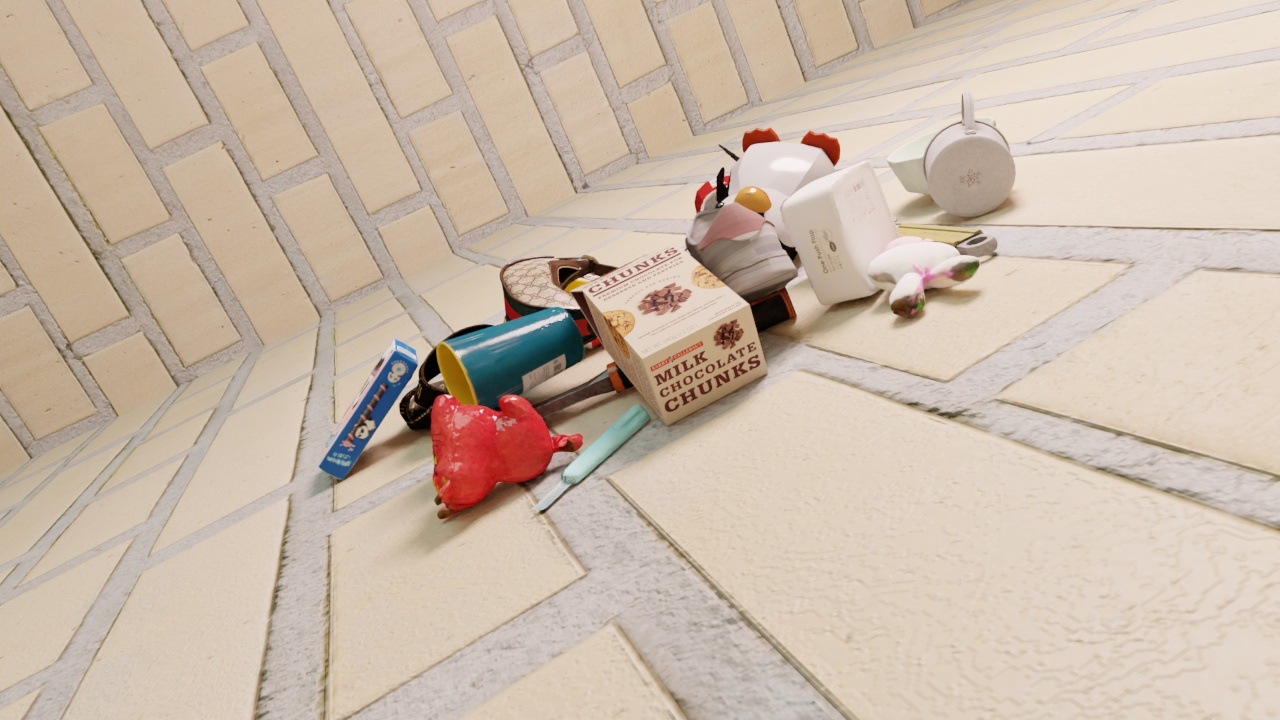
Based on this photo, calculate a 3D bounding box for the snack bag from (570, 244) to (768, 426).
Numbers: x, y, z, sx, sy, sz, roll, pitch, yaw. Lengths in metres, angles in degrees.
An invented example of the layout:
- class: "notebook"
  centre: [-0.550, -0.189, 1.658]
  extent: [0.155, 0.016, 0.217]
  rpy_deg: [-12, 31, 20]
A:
- class: "snack bag"
  centre: [0.013, -0.041, 0.801]
  extent: [0.094, 0.070, 0.206]
  rpy_deg: [-27, 35, -9]

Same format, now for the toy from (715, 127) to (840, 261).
- class: "toy"
  centre: [0.145, -0.157, 1.042]
  extent: [0.159, 0.140, 0.183]
  rpy_deg: [11, 44, 24]

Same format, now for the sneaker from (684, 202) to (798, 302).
- class: "sneaker"
  centre: [0.084, -0.099, 0.871]
  extent: [0.099, 0.089, 0.236]
  rpy_deg: [-19, -2, -5]

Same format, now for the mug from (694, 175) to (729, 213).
- class: "mug"
  centre: [0.137, -0.216, 1.273]
  extent: [0.116, 0.080, 0.096]
  rpy_deg: [-17, 17, 4]

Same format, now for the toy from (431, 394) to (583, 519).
- class: "toy"
  centre: [-0.109, 0.085, 0.743]
  extent: [0.133, 0.088, 0.093]
  rpy_deg: [-2, 54, 10]

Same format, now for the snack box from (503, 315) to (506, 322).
- class: "snack box"
  centre: [-0.131, -0.028, 1.082]
  extent: [0.072, 0.072, 0.121]
  rpy_deg: [-25, 16, 1]

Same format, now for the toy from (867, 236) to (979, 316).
- class: "toy"
  centre: [0.231, -0.076, 0.761]
  extent: [0.079, 0.038, 0.122]
  rpy_deg: [-21, 24, 11]

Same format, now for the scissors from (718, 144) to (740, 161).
- class: "scissors"
  centre: [0.166, -0.212, 1.141]
  extent: [0.157, 0.171, 0.012]
  rpy_deg: [22, 60, 17]

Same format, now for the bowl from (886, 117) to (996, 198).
- class: "bowl"
  centre: [0.337, -0.215, 1.005]
  extent: [0.117, 0.061, 0.117]
  rpy_deg: [-23, 15, 7]

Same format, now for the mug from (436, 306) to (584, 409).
- class: "mug"
  centre: [-0.118, -0.003, 0.857]
  extent: [0.121, 0.078, 0.078]
  rpy_deg: [-24, 14, -25]

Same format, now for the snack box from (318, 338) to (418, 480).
- class: "snack box"
  centre: [-0.303, 0.052, 1.025]
  extent: [0.154, 0.033, 0.088]
  rpy_deg: [-57, 18, 0]

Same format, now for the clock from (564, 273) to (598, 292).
- class: "clock"
  centre: [-0.064, -0.088, 1.139]
  extent: [0.152, 0.052, 0.113]
  rpy_deg: [9, 13, -9]

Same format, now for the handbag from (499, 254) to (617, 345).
- class: "handbag"
  centre: [-0.077, -0.070, 0.983]
  extent: [0.138, 0.063, 0.166]
  rpy_deg: [-10, 29, -16]

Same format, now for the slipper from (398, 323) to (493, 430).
- class: "slipper"
  centre: [-0.204, 0.014, 1.005]
  extent: [0.112, 0.076, 0.269]
  rpy_deg: [-34, 8, -30]

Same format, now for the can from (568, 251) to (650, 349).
- class: "can"
  centre: [-0.021, -0.071, 1.056]
  extent: [0.132, 0.070, 0.070]
  rpy_deg: [-27, 16, -8]

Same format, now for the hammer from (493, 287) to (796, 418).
- class: "hammer"
  centre: [-0.005, 0.005, 0.863]
  extent: [0.314, 0.035, 0.137]
  rpy_deg: [-23, 15, 2]

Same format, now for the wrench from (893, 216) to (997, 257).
- class: "wrench"
  centre: [0.253, -0.117, 0.894]
  extent: [0.083, 0.018, 0.273]
  rpy_deg: [-27, 16, -8]

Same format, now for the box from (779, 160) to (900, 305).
- class: "box"
  centre: [0.170, -0.120, 0.866]
  extent: [0.132, 0.107, 0.151]
  rpy_deg: [-11, 18, 40]

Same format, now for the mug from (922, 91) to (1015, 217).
- class: "mug"
  centre: [0.320, -0.202, 0.896]
  extent: [0.084, 0.113, 0.070]
  rpy_deg: [-3, 25, 16]

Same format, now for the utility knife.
- class: "utility knife"
  centre: [-0.037, 0.074, 0.721]
  extent: [0.022, 0.015, 0.140]
  rpy_deg: [12, 36, 35]
